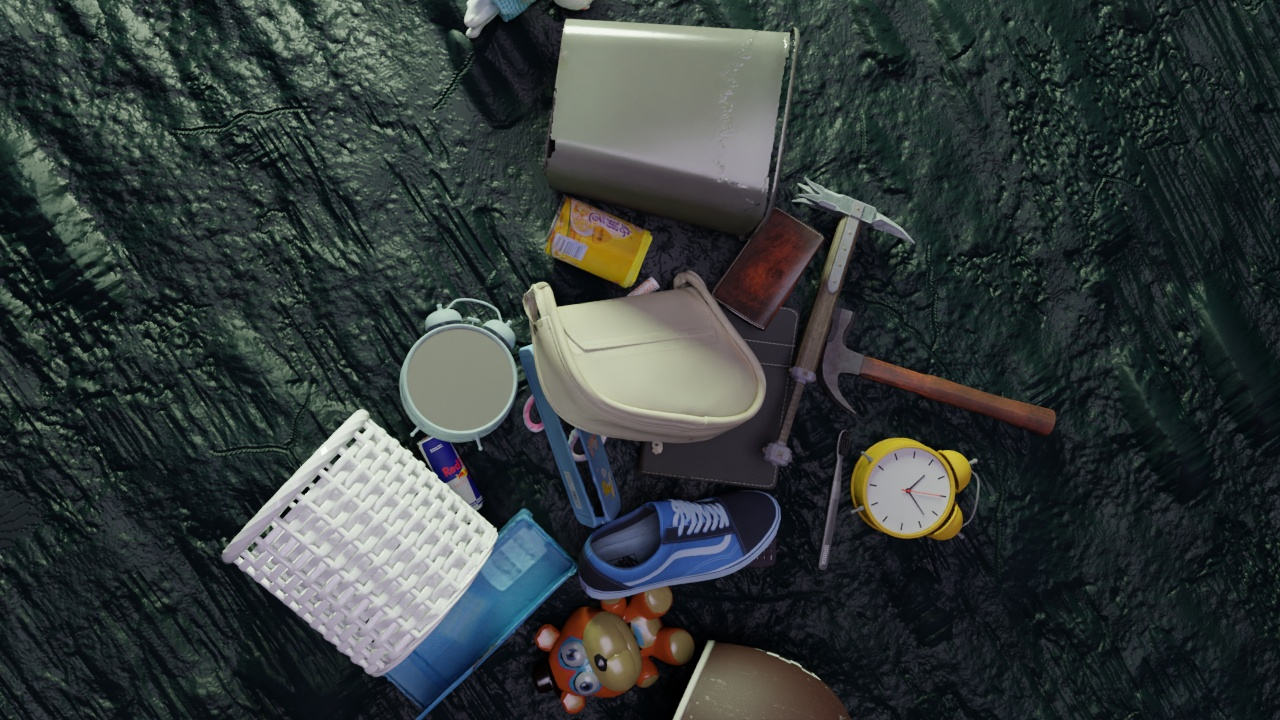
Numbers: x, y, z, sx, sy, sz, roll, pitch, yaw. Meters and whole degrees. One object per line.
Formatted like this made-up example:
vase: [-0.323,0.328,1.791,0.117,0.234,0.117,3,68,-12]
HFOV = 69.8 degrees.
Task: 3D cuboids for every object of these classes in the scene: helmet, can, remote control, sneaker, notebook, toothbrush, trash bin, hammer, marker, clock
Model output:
helmet: [0.099,0.422,0.971,0.253,0.234,0.232,24,62,11]
can: [-0.205,0.122,0.992,0.032,0.032,0.095,-29,97,-6]
remote control: [0.096,0.217,1.053,0.124,0.009,0.046,-1,93,-8]
sneaker: [0.051,0.184,0.977,0.241,0.098,0.083,-15,55,-19]
notebook: [0.090,0.034,1.034,0.169,0.029,0.209,8,93,-8]
toothbrush: [0.225,0.163,1.070,0.013,0.013,0.167,8,94,-9]
trash bin: [0.024,-0.240,0.937,0.220,0.197,0.197,8,91,-2]
hammer: [0.199,-0.032,1.016,0.147,0.028,0.316,20,80,-6]
hammer: [0.347,0.034,1.073,0.300,0.028,0.111,16,89,-9]
marker: [-0.040,-0.042,1.016,0.145,0.017,0.017,-39,98,-5]
clock: [-0.189,0.011,0.971,0.122,0.045,0.159,13,76,-12]
clock: [0.319,0.151,1.063,0.152,0.052,0.113,9,91,-5]
can: [-0.046,-0.127,0.985,0.105,0.068,0.067,23,89,-9]

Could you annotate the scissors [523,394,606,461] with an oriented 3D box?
scissors: [-0.039,0.035,1.021,0.179,0.016,0.108,-43,97,-4]

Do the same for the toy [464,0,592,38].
toy: [-0.099,-0.399,0.955,0.205,0.131,0.105,-39,118,7]

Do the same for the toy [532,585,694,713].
toy: [-0.035,0.313,1.003,0.176,0.096,0.112,-26,90,4]

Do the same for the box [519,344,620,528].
box: [-0.063,0.073,0.982,0.063,0.069,0.210,-22,97,-20]

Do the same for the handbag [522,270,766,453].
handbag: [-0.006,0.006,0.955,0.228,0.132,0.184,-8,75,-34]

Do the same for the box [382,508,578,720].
box: [-0.175,0.275,0.965,0.231,0.110,0.094,-42,99,-4]

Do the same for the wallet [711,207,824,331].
wallet: [0.139,-0.100,1.002,0.072,0.019,0.123,34,89,16]

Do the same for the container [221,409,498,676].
container: [-0.271,0.178,0.907,0.187,0.189,0.189,43,86,-9]
